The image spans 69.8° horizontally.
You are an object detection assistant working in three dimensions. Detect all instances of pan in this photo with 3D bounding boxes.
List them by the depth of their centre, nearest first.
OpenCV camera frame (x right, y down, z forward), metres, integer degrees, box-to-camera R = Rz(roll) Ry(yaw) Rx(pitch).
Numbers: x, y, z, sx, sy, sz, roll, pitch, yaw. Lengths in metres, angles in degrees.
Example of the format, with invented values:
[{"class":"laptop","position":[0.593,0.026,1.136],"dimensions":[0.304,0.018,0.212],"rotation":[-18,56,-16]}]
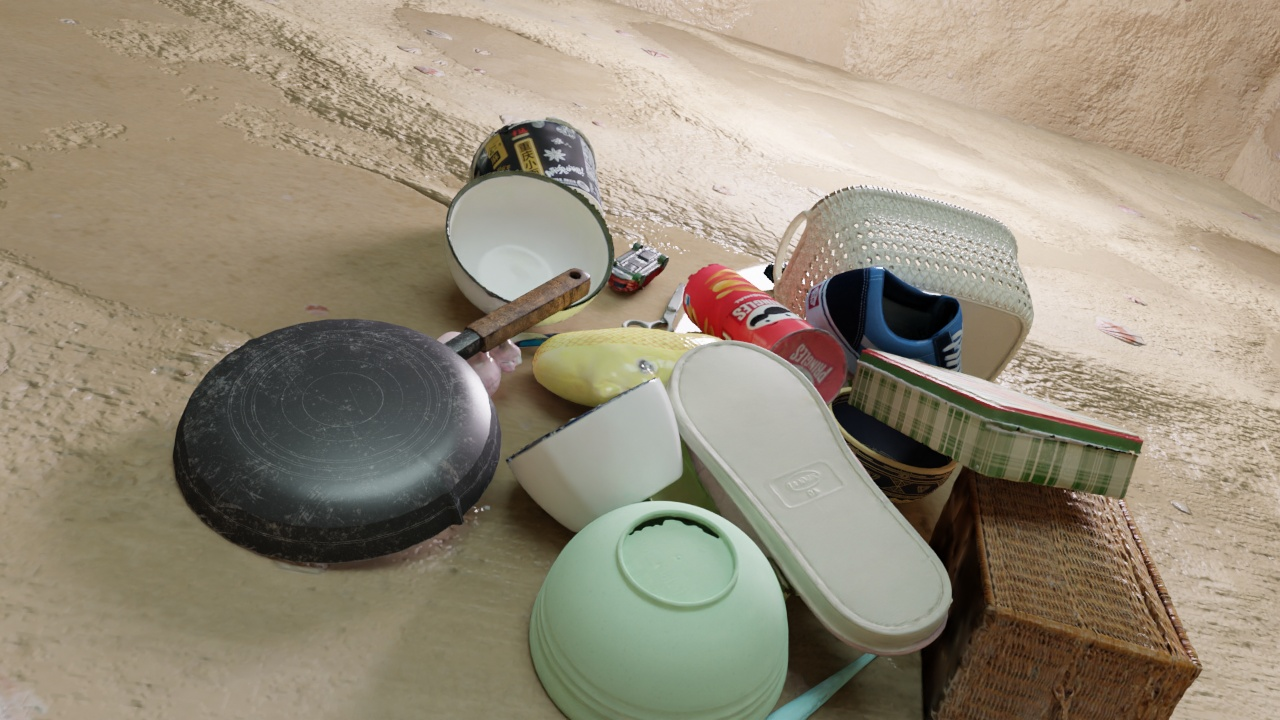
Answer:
[{"class":"pan","position":[-0.145,0.002,0.640],"dimensions":[0.208,0.040,0.355],"rotation":[31,45,20]}]

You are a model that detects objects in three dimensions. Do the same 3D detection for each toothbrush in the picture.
[{"class":"toothbrush","position":[0.114,0.195,0.552],"dimensions":[0.180,0.017,0.016],"rotation":[-15,44,-44]},{"class":"toothbrush","position":[-0.077,-0.016,0.806],"dimensions":[0.188,0.016,0.017],"rotation":[-1,31,-32]}]

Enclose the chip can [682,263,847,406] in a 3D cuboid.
[{"class":"chip can","position":[0.101,-0.028,0.820],"dimensions":[0.073,0.073,0.233],"rotation":[9,17,-17]}]

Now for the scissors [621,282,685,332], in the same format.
[{"class":"scissors","position":[0.036,-0.039,0.917],"dimensions":[0.095,0.014,0.170],"rotation":[30,34,24]}]

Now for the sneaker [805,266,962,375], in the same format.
[{"class":"sneaker","position":[0.255,-0.001,0.810],"dimensions":[0.241,0.098,0.083],"rotation":[36,54,-30]}]

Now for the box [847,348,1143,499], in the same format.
[{"class":"box","position":[0.243,0.040,0.661],"dimensions":[0.117,0.050,0.205],"rotation":[10,9,-12]}]

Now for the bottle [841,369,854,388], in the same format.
[{"class":"bottle","position":[0.175,0.030,0.838],"dimensions":[0.051,0.051,0.145],"rotation":[35,33,27]}]

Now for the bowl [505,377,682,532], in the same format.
[{"class":"bowl","position":[-0.023,0.066,0.605],"dimensions":[0.116,0.117,0.065],"rotation":[-25,85,-52]}]

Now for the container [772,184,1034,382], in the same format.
[{"class":"container","position":[0.268,-0.061,0.928],"dimensions":[0.246,0.185,0.142],"rotation":[11,39,-12]}]

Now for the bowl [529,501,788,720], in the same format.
[{"class":"bowl","position":[0.016,0.133,0.513],"dimensions":[0.151,0.077,0.150],"rotation":[6,37,-5]}]

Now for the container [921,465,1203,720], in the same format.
[{"class":"container","position":[0.253,0.160,0.591],"dimensions":[0.113,0.114,0.198],"rotation":[17,26,8]}]

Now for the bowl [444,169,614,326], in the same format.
[{"class":"bowl","position":[-0.107,-0.092,0.835],"dimensions":[0.153,0.073,0.153],"rotation":[12,57,-18]}]

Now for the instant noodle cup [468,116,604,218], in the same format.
[{"class":"instant noodle cup","position":[-0.098,-0.164,0.944],"dimensions":[0.137,0.138,0.112],"rotation":[4,40,-25]}]

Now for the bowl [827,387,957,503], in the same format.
[{"class":"bowl","position":[0.195,0.079,0.753],"dimensions":[0.112,0.061,0.112],"rotation":[14,29,-8]}]

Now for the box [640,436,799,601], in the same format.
[{"class":"box","position":[0.065,0.099,0.662],"dimensions":[0.141,0.044,0.187],"rotation":[-17,40,-16]}]

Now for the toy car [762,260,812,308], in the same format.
[{"class":"toy car","position":[0.190,-0.080,1.055],"dimensions":[0.046,0.034,0.112],"rotation":[-8,37,-40]}]

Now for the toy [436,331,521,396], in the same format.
[{"class":"toy","position":[-0.145,0.010,0.693],"dimensions":[0.109,0.047,0.063],"rotation":[-17,41,-36]}]

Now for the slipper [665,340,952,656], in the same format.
[{"class":"slipper","position":[0.099,0.082,0.605],"dimensions":[0.114,0.055,0.274],"rotation":[-13,42,-17]}]

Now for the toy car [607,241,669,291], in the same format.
[{"class":"toy car","position":[-0.005,-0.096,0.967],"dimensions":[0.042,0.036,0.091],"rotation":[28,29,15]}]

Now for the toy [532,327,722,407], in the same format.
[{"class":"toy","position":[-0.004,0.004,0.740],"dimensions":[0.170,0.064,0.154],"rotation":[0,12,4]}]
